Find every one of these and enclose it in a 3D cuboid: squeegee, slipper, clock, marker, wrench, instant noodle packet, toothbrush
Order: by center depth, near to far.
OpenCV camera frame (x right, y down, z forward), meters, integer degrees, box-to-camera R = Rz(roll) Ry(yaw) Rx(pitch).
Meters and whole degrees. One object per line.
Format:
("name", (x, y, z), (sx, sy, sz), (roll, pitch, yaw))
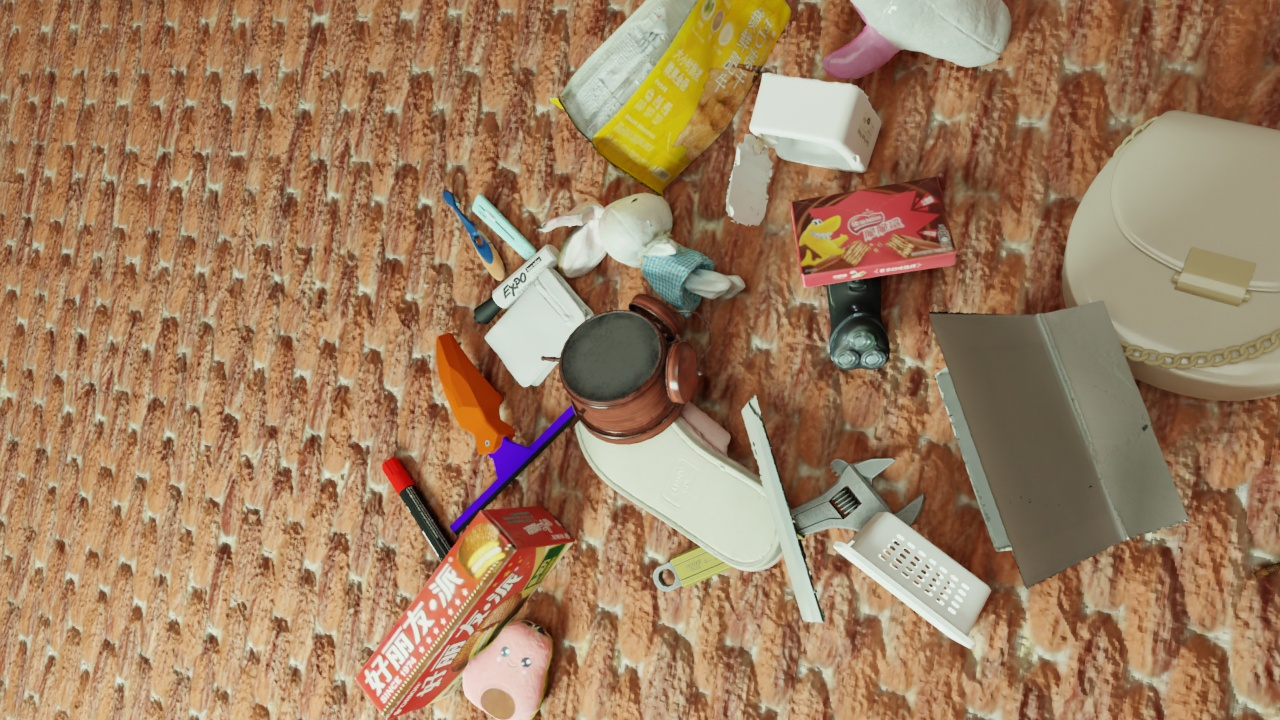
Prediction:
("clock", (0.530, 0.121, 0.661), (0.104, 0.056, 0.148), (34, 101, 24))
("wrench", (0.131, 0.164, 0.863), (0.274, 0.018, 0.083), (-28, 78, 19))
("clock", (-0.005, 0.005, 0.867), (0.158, 0.072, 0.120), (-26, 56, 3))
("instant noodle packet", (0.043, -0.280, 0.872), (0.222, 0.162, 0.084), (-45, 67, 14))
("slipper", (0.039, 0.104, 0.892), (0.274, 0.054, 0.114), (37, 105, 33))
("squeegee", (-0.179, 0.046, 0.996), (0.250, 0.055, 0.184), (-44, 62, 27))
("marker", (-0.137, -0.081, 1.006), (0.126, 0.025, 0.025), (-37, 71, 23))
("marker", (-0.250, 0.172, 1.040), (0.145, 0.021, 0.024), (51, 128, 20))
("toothbrush", (-0.189, -0.143, 1.049), (0.022, 0.017, 0.135), (-41, 72, 20))

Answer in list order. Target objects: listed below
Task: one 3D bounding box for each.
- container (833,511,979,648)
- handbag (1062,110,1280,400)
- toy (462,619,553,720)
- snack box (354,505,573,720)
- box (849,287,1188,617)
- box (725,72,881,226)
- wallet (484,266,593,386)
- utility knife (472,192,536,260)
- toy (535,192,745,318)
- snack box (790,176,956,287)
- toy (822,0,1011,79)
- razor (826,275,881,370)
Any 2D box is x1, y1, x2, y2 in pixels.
("container", (0.232, 0.179, 0.775), (0.129, 0.081, 0.049), (37, 86, 11))
("handbag", (0.445, -0.076, 0.708), (0.211, 0.103, 0.208), (22, 86, 25))
("toy", (-0.133, 0.319, 0.953), (0.090, 0.051, 0.110), (25, 92, 16))
("snack box", (-0.181, 0.256, 0.948), (0.060, 0.113, 0.236), (42, 102, 23))
("box", (0.265, 0.052, 0.618), (0.150, 0.368, 0.166), (-22, 75, 24))
("box", (0.138, -0.181, 0.848), (0.124, 0.108, 0.137), (16, 91, 27))
("wallet", (-0.107, -0.035, 0.986), (0.116, 0.032, 0.086), (-43, 75, 24))
("utility knife", (-0.144, -0.141, 1.028), (0.129, 0.015, 0.022), (44, 106, 19))
("toy", (0.012, -0.117, 0.911), (0.205, 0.131, 0.105), (22, 78, 19))
("snack box", (0.206, -0.115, 0.824), (0.133, 0.021, 0.089), (-9, 58, 11))
("toy", (0.209, -0.346, 0.801), (0.187, 0.265, 0.127), (-51, 25, 32))
("razor", (0.195, -0.061, 0.832), (0.053, 0.064, 0.140), (-1, 73, 3))
